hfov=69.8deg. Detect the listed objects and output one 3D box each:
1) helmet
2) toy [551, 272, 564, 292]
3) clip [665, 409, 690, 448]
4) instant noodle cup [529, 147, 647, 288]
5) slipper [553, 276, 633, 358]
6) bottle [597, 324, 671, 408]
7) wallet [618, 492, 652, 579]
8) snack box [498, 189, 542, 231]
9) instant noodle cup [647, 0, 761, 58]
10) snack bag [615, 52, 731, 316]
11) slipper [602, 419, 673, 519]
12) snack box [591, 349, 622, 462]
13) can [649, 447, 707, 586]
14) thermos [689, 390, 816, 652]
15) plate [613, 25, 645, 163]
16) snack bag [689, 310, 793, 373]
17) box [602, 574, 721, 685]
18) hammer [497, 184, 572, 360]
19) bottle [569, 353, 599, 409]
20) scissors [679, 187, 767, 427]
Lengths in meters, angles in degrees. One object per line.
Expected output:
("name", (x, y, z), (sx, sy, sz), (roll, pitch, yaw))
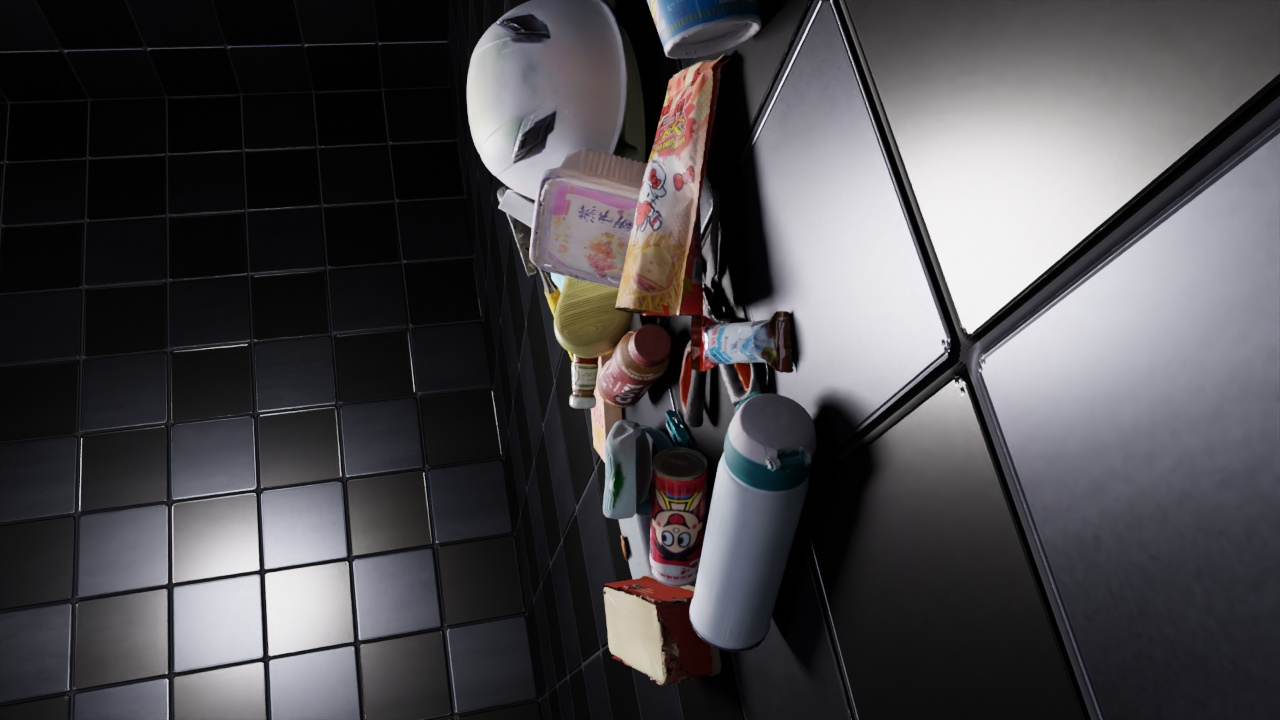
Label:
("helmet", (-0.111, -0.280, 0.988), (0.259, 0.145, 0.229), (-170, 74, -75))
("toy", (-0.104, -0.124, 1.314), (0.161, 0.050, 0.156), (-110, 5, -63))
("clip", (0.038, 0.072, 0.939), (0.057, 0.014, 0.046), (-118, 24, -53))
("instant noodle cup", (-0.037, -0.146, 0.931), (0.174, 0.138, 0.060), (112, 170, -61))
("slipper", (-0.043, -0.064, 1.055), (0.190, 0.092, 0.082), (-90, -20, -48))
("bottle", (-0.006, 0.006, 0.990), (0.175, 0.057, 0.057), (127, 135, -70))
("wallet", (-0.004, 0.220, 1.122), (0.107, 0.037, 0.129), (116, 144, -62))
("snack box", (-0.100, -0.171, 1.098), (0.027, 0.085, 0.156), (-60, -10, 14))
("instant noodle cup", (0.038, -0.275, 0.640), (0.099, 0.099, 0.110), (176, 79, -76))
("snack bag", (0.030, -0.139, 0.762), (0.129, 0.073, 0.208), (-163, 81, -75))
("slipper", (0.002, 0.117, 0.970), (0.245, 0.074, 0.104), (36, -125, -86))
("snack box", (-0.047, 0.056, 1.242), (0.084, 0.026, 0.157), (-141, 47, -70))
("can", (0.037, 0.155, 0.898), (0.053, 0.053, 0.133), (-120, 28, -59))
("thermos", (0.081, 0.122, 0.682), (0.073, 0.073, 0.225), (-112, 21, -48))
("plate", (-0.036, -0.266, 1.056), (0.230, 0.027, 0.230), (173, 91, -75))
("snack bag", (0.075, -0.014, 0.691), (0.104, 0.026, 0.048), (4, 98, 56))
("box", (0.010, 0.282, 0.963), (0.169, 0.077, 0.091), (164, 100, -67))
("hammer", (-0.115, -0.080, 1.232), (0.324, 0.032, 0.126), (71, 177, -50))
("bottle", (-0.067, -0.042, 1.160), (0.060, 0.059, 0.206), (-151, 65, -73))
("scissors", (0.059, -0.032, 0.790), (0.220, 0.021, 0.231), (-121, 30, -57))
